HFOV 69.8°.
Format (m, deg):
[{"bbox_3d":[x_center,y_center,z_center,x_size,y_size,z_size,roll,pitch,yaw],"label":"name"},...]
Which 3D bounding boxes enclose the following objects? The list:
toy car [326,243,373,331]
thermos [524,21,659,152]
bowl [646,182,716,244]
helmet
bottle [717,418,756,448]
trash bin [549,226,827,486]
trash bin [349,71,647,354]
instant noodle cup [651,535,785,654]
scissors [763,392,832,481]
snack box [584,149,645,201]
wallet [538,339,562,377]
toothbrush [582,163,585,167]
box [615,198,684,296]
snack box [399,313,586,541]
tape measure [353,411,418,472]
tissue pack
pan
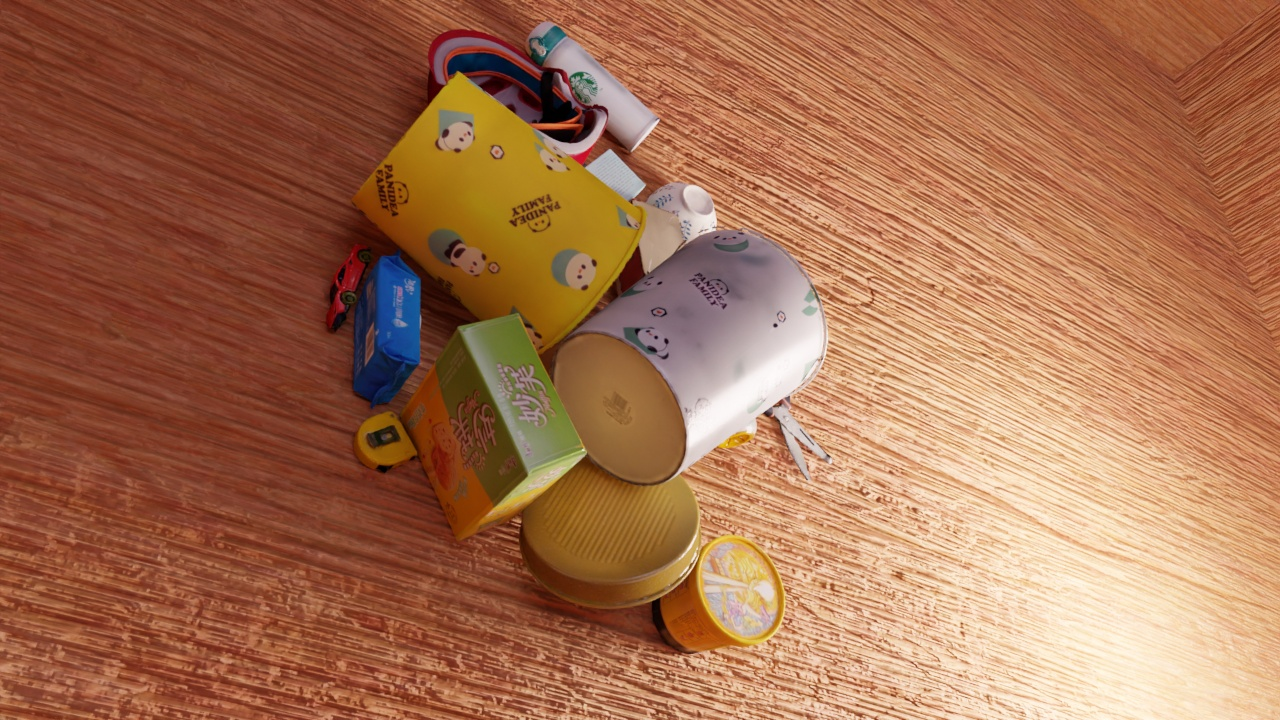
[{"bbox_3d":[-0.323,-0.080,1.006,0.031,0.049,0.106,21,52,-20],"label":"toy car"},{"bbox_3d":[-0.076,-0.413,1.375,0.224,0.073,0.073,42,47,-6],"label":"thermos"},{"bbox_3d":[0.069,-0.220,1.362,0.113,0.062,0.113,16,56,-26],"label":"bowl"},{"bbox_3d":[-0.179,-0.304,1.189,0.240,0.144,0.206,43,42,15],"label":"helmet"},{"bbox_3d":[0.100,0.021,1.226,0.068,0.068,0.189,2,62,-34],"label":"bottle"},{"bbox_3d":[0.048,0.000,1.028,0.229,0.230,0.251,51,48,3],"label":"trash bin"},{"bbox_3d":[-0.162,-0.165,1.025,0.255,0.230,0.228,40,47,-19],"label":"trash bin"},{"bbox_3d":[0.081,0.270,1.025,0.118,0.115,0.118,18,53,-26],"label":"instant noodle cup"},{"bbox_3d":[0.193,0.063,1.301,0.189,0.015,0.226,18,53,-26],"label":"scissors"},{"bbox_3d":[-0.071,-0.220,1.269,0.074,0.052,0.174,46,48,-4],"label":"snack box"},{"bbox_3d":[-0.104,0.033,1.095,0.108,0.031,0.131,30,50,-4],"label":"wallet"},{"bbox_3d":[-0.158,-0.318,1.292,0.191,0.018,0.016,30,48,-16],"label":"toothbrush"},{"bbox_3d":[0.020,-0.141,1.241,0.091,0.080,0.168,17,42,-26],"label":"box"},{"bbox_3d":[-0.155,0.071,0.918,0.069,0.211,0.157,-18,74,-37],"label":"snack box"},{"bbox_3d":[-0.268,0.084,0.956,0.057,0.029,0.060,-23,77,-41],"label":"tape measure"},{"bbox_3d":[-0.270,-0.035,0.985,0.052,0.095,0.157,11,55,-31],"label":"tissue pack"},{"bbox_3d":[-0.002,0.144,1.055,0.198,0.078,0.356,16,40,17],"label":"pan"}]
